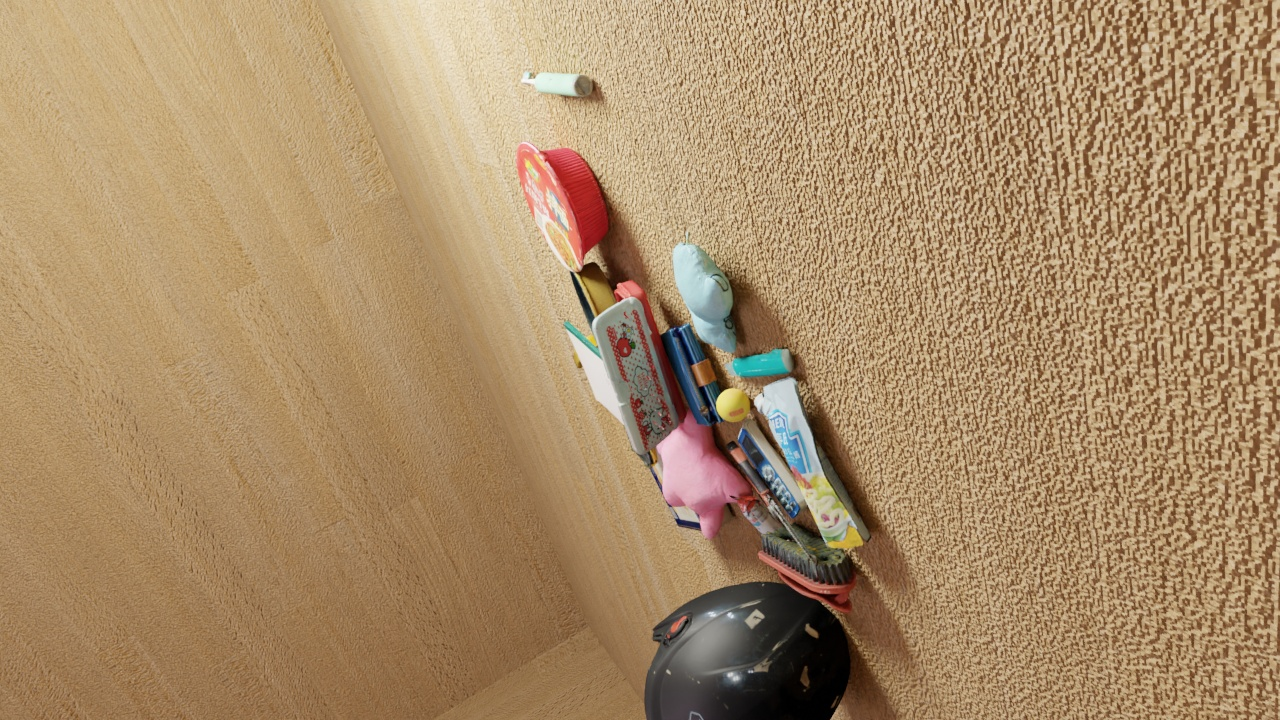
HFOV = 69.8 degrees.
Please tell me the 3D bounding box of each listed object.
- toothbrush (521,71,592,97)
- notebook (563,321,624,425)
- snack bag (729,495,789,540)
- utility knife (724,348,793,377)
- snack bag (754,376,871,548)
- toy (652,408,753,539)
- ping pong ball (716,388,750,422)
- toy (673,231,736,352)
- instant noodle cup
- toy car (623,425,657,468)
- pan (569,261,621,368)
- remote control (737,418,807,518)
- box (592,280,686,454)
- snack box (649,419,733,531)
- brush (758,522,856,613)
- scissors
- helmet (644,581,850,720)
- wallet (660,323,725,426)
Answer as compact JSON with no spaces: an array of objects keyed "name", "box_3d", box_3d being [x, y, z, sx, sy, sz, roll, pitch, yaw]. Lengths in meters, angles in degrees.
[{"name":"toothbrush","box_3d":[-0.114,-0.355,1.176,0.224,0.026,0.027,34,108,59]},{"name":"notebook","box_3d":[-0.053,0.032,1.372,0.209,0.012,0.150,39,155,61]},{"name":"snack bag","box_3d":[0.161,0.209,1.191,0.104,0.026,0.048,48,168,-12]},{"name":"utility knife","box_3d":[0.130,0.004,1.018,0.029,0.013,0.180,67,163,-4]},{"name":"snack bag","box_3d":[0.181,0.110,0.989,0.191,0.039,0.110,63,174,2]},{"name":"toy","box_3d":[0.070,0.152,1.293,0.194,0.074,0.179,59,140,21]},{"name":"ping pong ball","box_3d":[0.111,0.054,1.102,0.040,0.040,0.040,54,162,27]},{"name":"toy","box_3d":[0.070,-0.073,1.016,0.156,0.049,0.161,61,173,-22]},{"name":"instant noodle cup","box_3d":[-0.103,-0.223,1.281,0.193,0.065,0.194,53,160,28]},{"name":"toy car","box_3d":[0.004,0.124,1.389,0.105,0.032,0.048,-135,25,-63]},{"name":"pan","box_3d":[-0.072,-0.035,1.443,0.358,0.078,0.197,109,138,-82]},{"name":"remote control","box_3d":[0.159,0.130,1.105,0.125,0.024,0.049,56,162,20]},{"name":"box","box_3d":[0.004,0.006,1.200,0.154,0.074,0.201,-62,-43,-59]},{"name":"snack box","box_3d":[0.062,0.176,1.436,0.178,0.045,0.183,64,164,-1]},{"name":"brush","box_3d":[0.203,0.248,1.088,0.146,0.063,0.069,18,122,65]},{"name":"scissors","box_3d":[0.163,0.179,1.112,0.207,0.015,0.192,56,180,18]},{"name":"helmet","box_3d":[0.139,0.412,1.194,0.233,0.273,0.231,53,136,4]},{"name":"wallet","box_3d":[0.068,0.019,1.185,0.133,0.040,0.106,66,170,-1]}]
